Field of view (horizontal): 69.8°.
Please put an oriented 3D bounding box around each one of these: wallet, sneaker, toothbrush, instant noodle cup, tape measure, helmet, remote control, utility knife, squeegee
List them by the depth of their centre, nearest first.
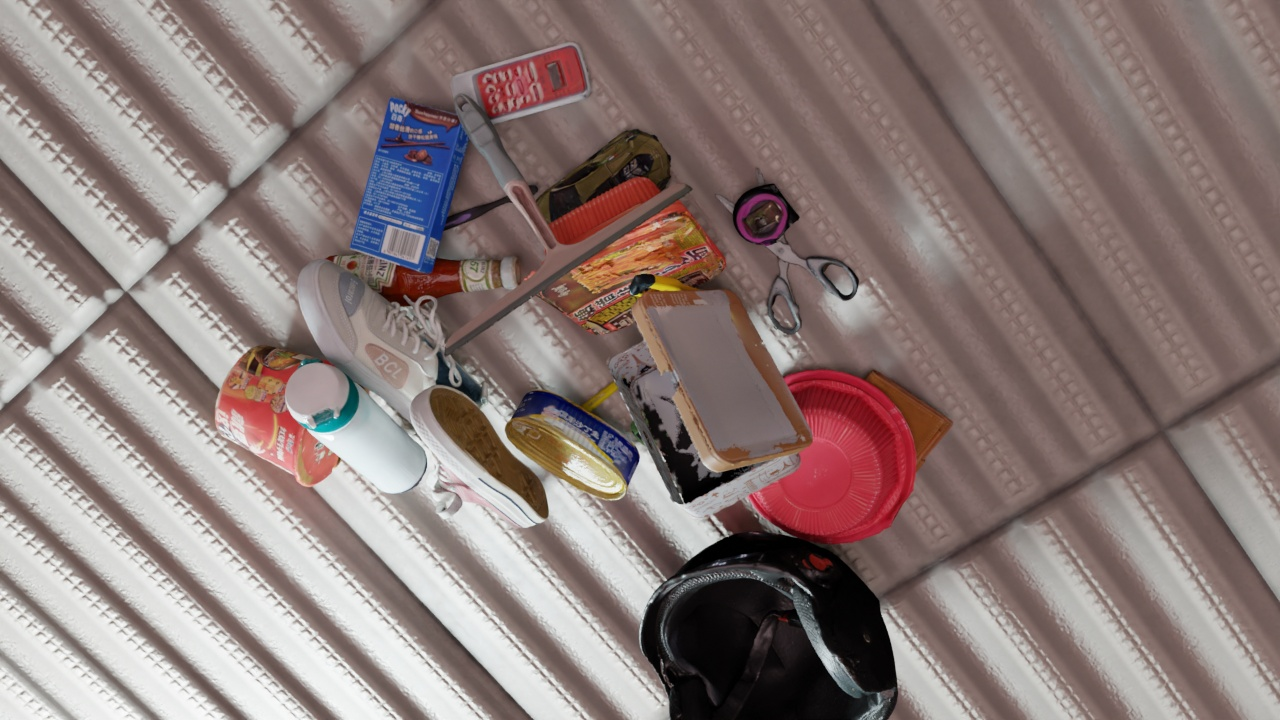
[{"bbox_3d":[-0.112,-0.156,0.829,0.248,0.040,0.249,-34,62,3],"label":"squeegee"},{"bbox_3d":[-0.017,-0.103,0.884,0.165,0.188,0.079,-26,70,12],"label":"instant noodle cup"},{"bbox_3d":[-0.117,-0.268,0.899,0.136,0.020,0.056,-12,108,9],"label":"remote control"},{"bbox_3d":[0.120,-0.142,0.902,0.058,0.039,0.057,-35,98,15],"label":"tape measure"},{"bbox_3d":[0.047,-0.062,0.903,0.033,0.164,0.015,-31,64,35],"label":"utility knife"},{"bbox_3d":[-0.238,-0.014,0.923,0.091,0.089,0.242,-17,136,18],"label":"sneaker"},{"bbox_3d":[0.186,0.109,0.952,0.194,0.065,0.194,3,101,18],"label":"instant noodle cup"},{"bbox_3d":[-0.190,-0.146,0.955,0.189,0.016,0.014,-18,95,14],"label":"toothbrush"},{"bbox_3d":[0.134,0.292,0.960,0.274,0.229,0.234,43,115,-5],"label":"helmet"},{"bbox_3d":[-0.183,0.116,0.960,0.088,0.118,0.241,-22,140,9],"label":"sneaker"},{"bbox_3d":[-0.374,0.053,0.979,0.108,0.137,0.138,20,110,7],"label":"instant noodle cup"},{"bbox_3d":[0.257,0.093,0.980,0.119,0.035,0.131,33,109,-5],"label":"wallet"},{"bbox_3d":[-0.006,0.006,0.986,0.190,0.015,0.016,-39,95,17],"label":"toothbrush"}]

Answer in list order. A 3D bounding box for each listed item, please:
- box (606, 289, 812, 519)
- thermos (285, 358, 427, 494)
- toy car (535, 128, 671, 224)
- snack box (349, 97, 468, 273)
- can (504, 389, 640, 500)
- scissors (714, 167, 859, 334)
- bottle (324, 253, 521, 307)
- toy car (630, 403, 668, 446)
[{"bbox_3d":[0.060,0.033,0.861,0.153,0.181,0.182,-30,65,7],"label":"box"},{"bbox_3d":[-0.287,0.069,0.935,0.073,0.224,0.073,-3,64,7],"label":"thermos"},{"bbox_3d":[-0.040,-0.167,0.917,0.158,0.042,0.070,-34,102,18],"label":"toy car"},{"bbox_3d":[-0.227,-0.173,0.909,0.084,0.026,0.157,18,95,15],"label":"snack box"},{"bbox_3d":[-0.072,0.091,0.988,0.148,0.049,0.075,32,139,-7],"label":"can"},{"bbox_3d":[0.147,-0.107,0.936,0.175,0.014,0.159,14,107,3],"label":"scissors"},{"bbox_3d":[-0.227,-0.085,0.951,0.206,0.059,0.060,-3,109,6],"label":"bottle"},{"bbox_3d":[0.029,0.056,0.991,0.043,0.036,0.091,41,104,-7],"label":"toy car"}]
